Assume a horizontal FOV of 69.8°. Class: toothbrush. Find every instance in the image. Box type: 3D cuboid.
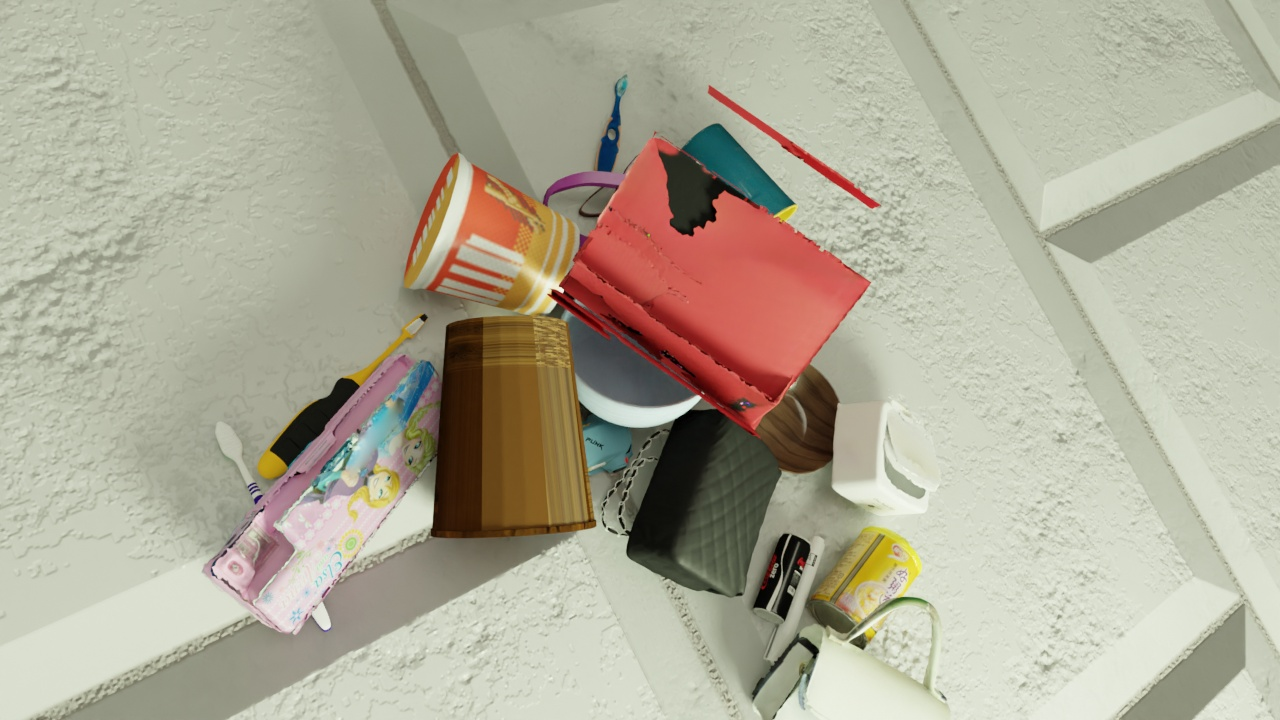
[{"bbox_3d":[-0.247,0.025,0.774,0.031,0.031,0.196,48,57,-16],"label":"toothbrush"},{"bbox_3d":[-0.029,-0.243,0.957,0.021,0.017,0.134,16,67,-14],"label":"toothbrush"},{"bbox_3d":[-0.291,0.131,0.726,0.015,0.016,0.186,-28,87,-28],"label":"toothbrush"}]

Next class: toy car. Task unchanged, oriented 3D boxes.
[{"bbox_3d":[-0.054,0.081,0.834,0.107,0.028,0.060,-18,80,-26],"label":"toy car"}]

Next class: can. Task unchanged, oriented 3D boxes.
[{"bbox_3d":[0.215,0.216,0.879,0.067,0.068,0.104,48,62,-2],"label":"can"},{"bbox_3d":[0.135,0.205,0.869,0.031,0.032,0.080,32,64,-10],"label":"can"}]

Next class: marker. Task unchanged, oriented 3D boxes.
[{"bbox_3d":[0.148,0.228,0.877,0.020,0.017,0.133,15,62,22],"label":"marker"}]

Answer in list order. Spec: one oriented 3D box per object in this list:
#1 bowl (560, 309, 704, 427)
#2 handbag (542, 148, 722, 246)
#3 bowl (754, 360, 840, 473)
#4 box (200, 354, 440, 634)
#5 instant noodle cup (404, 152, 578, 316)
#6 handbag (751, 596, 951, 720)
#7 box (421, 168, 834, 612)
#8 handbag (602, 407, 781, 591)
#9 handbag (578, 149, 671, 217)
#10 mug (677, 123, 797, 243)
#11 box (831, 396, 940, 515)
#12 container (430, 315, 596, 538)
[{"bbox_3d":[-0.005,0.005,0.842,0.150,0.075,0.150,5,50,-7],"label":"bowl"},{"bbox_3d":[-0.012,-0.140,0.901,0.170,0.068,0.144,6,90,-14],"label":"handbag"},{"bbox_3d":[0.145,0.058,0.922,0.119,0.032,0.119,7,71,-20],"label":"bowl"},{"bbox_3d":[-0.226,0.098,0.720,0.084,0.063,0.229,49,55,-21],"label":"box"},{"bbox_3d":[-0.129,-0.102,0.818,0.121,0.124,0.123,20,66,-24],"label":"instant noodle cup"},{"bbox_3d":[0.204,0.286,0.805,0.151,0.074,0.176,32,95,-11],"label":"handbag"},{"bbox_3d":[0.016,-0.001,0.670,0.213,0.128,0.424,36,29,-1],"label":"box"},{"bbox_3d":[0.052,0.134,0.842,0.125,0.115,0.153,42,56,-34],"label":"handbag"},{"bbox_3d":[-0.011,-0.173,0.939,0.119,0.029,0.055,-26,89,-22],"label":"handbag"},{"bbox_3d":[0.096,-0.183,0.961,0.078,0.078,0.121,-34,83,-28],"label":"mug"},{"bbox_3d":[0.259,0.093,0.903,0.108,0.102,0.102,31,61,-41],"label":"box"},{"bbox_3d":[-0.105,0.054,0.747,0.132,0.132,0.167,0,83,-23],"label":"container"}]
